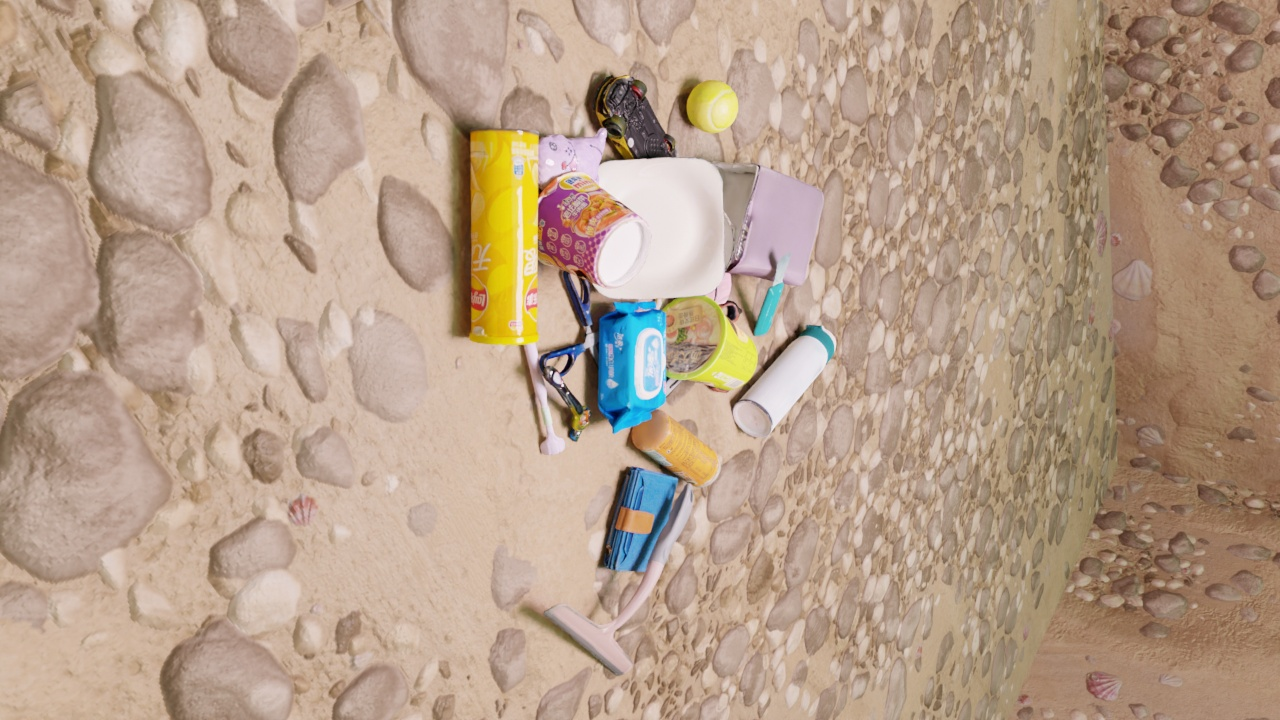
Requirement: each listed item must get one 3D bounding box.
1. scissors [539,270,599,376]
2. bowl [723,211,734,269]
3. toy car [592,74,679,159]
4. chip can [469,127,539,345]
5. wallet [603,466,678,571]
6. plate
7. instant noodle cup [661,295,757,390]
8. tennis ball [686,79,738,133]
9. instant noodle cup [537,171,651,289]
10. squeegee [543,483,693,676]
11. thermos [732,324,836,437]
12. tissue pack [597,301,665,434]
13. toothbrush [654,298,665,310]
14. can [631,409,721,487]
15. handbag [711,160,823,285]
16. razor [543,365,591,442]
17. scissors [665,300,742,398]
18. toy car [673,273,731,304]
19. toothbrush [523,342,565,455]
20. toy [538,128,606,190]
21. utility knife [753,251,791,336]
[{"bbox_3d":[-0.065,-0.032,1.074,0.172,0.012,0.162,-24,111,-53],"label":"scissors"},{"bbox_3d":[0.054,-0.147,1.143,0.116,0.066,0.116,-1,98,-6],"label":"bowl"},{"bbox_3d":[-0.004,-0.265,1.084,0.156,0.041,0.071,49,61,-46],"label":"toy car"},{"bbox_3d":[-0.137,-0.124,0.930,0.071,0.072,0.213,-8,103,-49],"label":"chip can"},{"bbox_3d":[0.003,0.209,1.196,0.106,0.040,0.133,21,81,-55],"label":"wallet"},{"bbox_3d":[0.016,-0.156,1.085,0.163,0.034,0.164,-3,99,-6],"label":"plate"},{"bbox_3d":[0.090,-0.015,1.187,0.123,0.112,0.111,25,78,-53],"label":"instant noodle cup"},{"bbox_3d":[0.091,-0.323,1.167,0.065,0.066,0.065,-13,107,-48],"label":"tennis ball"},{"bbox_3d":[-0.050,-0.133,0.988,0.111,0.099,0.112,-33,142,-31],"label":"instant noodle cup"},{"bbox_3d":[0.009,0.263,1.162,0.249,0.040,0.248,-56,144,-19],"label":"squeegee"},{"bbox_3d":[0.228,0.027,1.403,0.223,0.073,0.073,-43,128,-37],"label":"thermos"},{"bbox_3d":[-0.007,0.006,1.109,0.094,0.052,0.157,-10,103,-58],"label":"tissue pack"},{"bbox_3d":[0.048,-0.149,1.188,0.016,0.018,0.191,24,78,-48],"label":"toothbrush"},{"bbox_3d":[0.049,0.118,1.214,0.146,0.058,0.058,40,67,-47],"label":"can"},{"bbox_3d":[0.160,-0.183,1.251,0.196,0.099,0.145,3,94,-53],"label":"handbag"},{"bbox_3d":[-0.080,0.046,1.045,0.042,0.022,0.143,-63,154,-23],"label":"razor"},{"bbox_3d":[0.083,-0.006,1.262,0.226,0.015,0.189,28,75,-49],"label":"scissors"},{"bbox_3d":[0.087,-0.097,1.233,0.122,0.037,0.056,-19,113,-48],"label":"toy car"},{"bbox_3d":[-0.115,0.019,1.027,0.029,0.021,0.189,-15,111,-13],"label":"toothbrush"},{"bbox_3d":[-0.080,-0.214,1.006,0.107,0.039,0.084,-15,115,-49],"label":"toy"},{"bbox_3d":[0.185,-0.088,1.286,0.029,0.013,0.223,-20,156,-13],"label":"utility knife"}]
